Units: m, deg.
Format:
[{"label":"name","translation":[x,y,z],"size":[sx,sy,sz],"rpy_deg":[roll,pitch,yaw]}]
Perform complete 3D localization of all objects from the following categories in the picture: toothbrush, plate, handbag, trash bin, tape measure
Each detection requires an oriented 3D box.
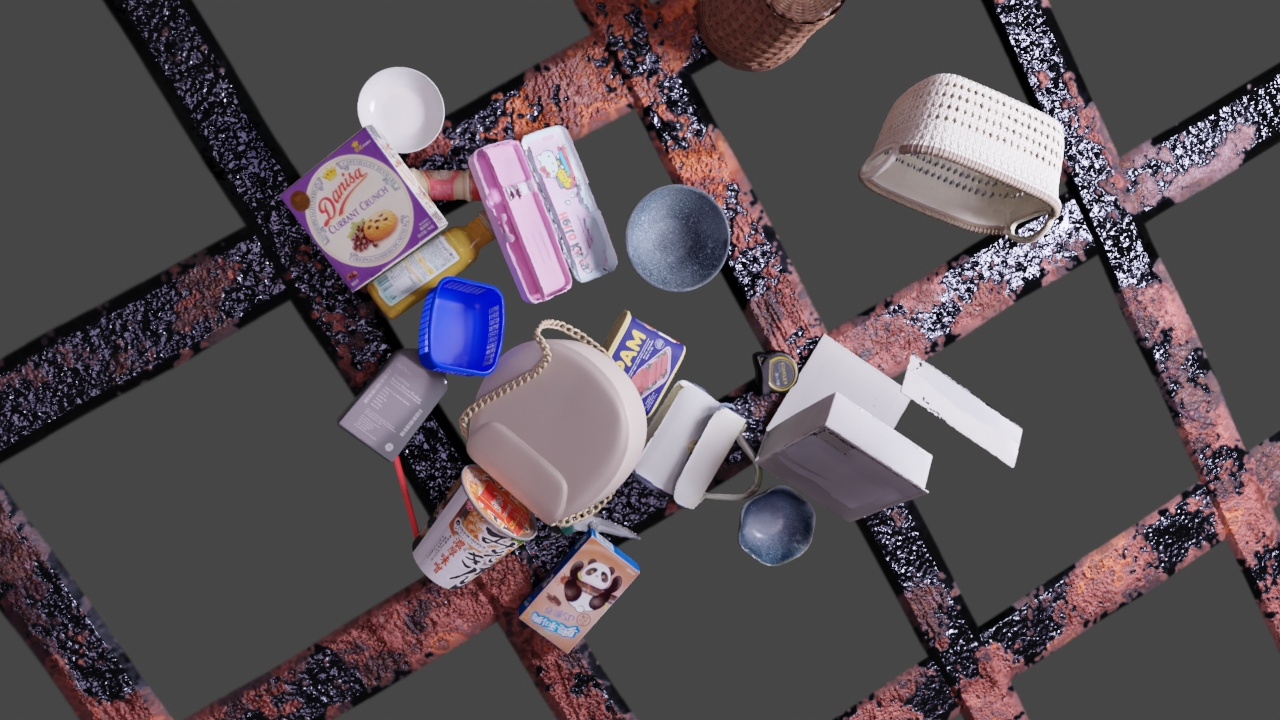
[{"label":"toothbrush","translation":[-0.316,0.152,1.191],"size":[0.018,0.012,0.212],"rpy_deg":[-14,98,-8]},{"label":"plate","translation":[-0.296,-0.309,1.139],"size":[0.104,0.026,0.104],"rpy_deg":[-1,97,-10]},{"label":"handbag","translation":[-0.106,0.082,1.133],"size":[0.210,0.103,0.209],"rpy_deg":[38,105,16]},{"label":"trash bin","translation":[0.164,-0.447,1.109],"size":[0.151,0.210,0.151],"rpy_deg":[-1,95,-10]},{"label":"handbag","translation":[0.091,0.129,1.226],"size":[0.176,0.074,0.151],"rpy_deg":[32,90,-12]},{"label":"tape measure","translation":[0.184,0.016,1.249],"size":[0.061,0.034,0.061],"rpy_deg":[-5,92,-5]}]

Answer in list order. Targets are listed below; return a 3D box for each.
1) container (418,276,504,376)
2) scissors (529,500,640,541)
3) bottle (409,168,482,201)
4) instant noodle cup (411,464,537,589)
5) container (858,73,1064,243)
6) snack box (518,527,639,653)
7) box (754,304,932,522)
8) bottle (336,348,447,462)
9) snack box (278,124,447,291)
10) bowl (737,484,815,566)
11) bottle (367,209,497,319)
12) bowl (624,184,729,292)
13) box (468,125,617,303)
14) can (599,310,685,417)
[{"label":"container","translation":[-0.223,-0.038,1.129],"size":[0.096,0.058,0.114],"rpy_deg":[12,77,-30]},{"label":"scissors","translation":[-0.084,0.181,1.232],"size":[0.201,0.015,0.202],"rpy_deg":[16,92,-11]},{"label":"bottle","translation":[-0.236,-0.220,1.151],"size":[0.109,0.044,0.044],"rpy_deg":[-1,96,-9]},{"label":"instant noodle cup","translation":[-0.217,0.218,1.163],"size":[0.123,0.123,0.122],"rpy_deg":[42,103,-11]},{"label":"container","translation":[0.423,-0.260,1.194],"size":[0.246,0.185,0.142],"rpy_deg":[19,82,-12]},{"label":"snack box","translation":[-0.083,0.308,1.229],"size":[0.087,0.034,0.151],"rpy_deg":[40,94,-13]},{"label":"box","translation":[0.288,0.047,1.314],"size":[0.167,0.420,0.174],"rpy_deg":[33,123,-11]},{"label":"bottle","translation":[-0.295,0.034,1.157],"size":[0.083,0.046,0.173],"rpy_deg":[40,80,-16]},{"label":"snack box","translation":[-0.336,-0.184,1.117],"size":[0.144,0.040,0.148],"rpy_deg":[-33,101,15]},{"label":"bowl","translation":[0.180,0.222,1.260],"size":[0.110,0.055,0.110],"rpy_deg":[-1,95,-10]},{"label":"bottle","translation":[-0.252,-0.125,1.152],"size":[0.186,0.053,0.053],"rpy_deg":[-37,100,-5]},{"label":"bowl","translation":[0.043,-0.158,1.196],"size":[0.137,0.057,0.137],"rpy_deg":[-1,96,-9]},{"label":"box","translation":[-0.121,-0.185,1.160],"size":[0.152,0.038,0.201],"rpy_deg":[-28,102,-39]},{"label":"can","translation":[-0.007,0.007,1.206],"size":[0.092,0.056,0.116],"rpy_deg":[29,91,-12]}]
